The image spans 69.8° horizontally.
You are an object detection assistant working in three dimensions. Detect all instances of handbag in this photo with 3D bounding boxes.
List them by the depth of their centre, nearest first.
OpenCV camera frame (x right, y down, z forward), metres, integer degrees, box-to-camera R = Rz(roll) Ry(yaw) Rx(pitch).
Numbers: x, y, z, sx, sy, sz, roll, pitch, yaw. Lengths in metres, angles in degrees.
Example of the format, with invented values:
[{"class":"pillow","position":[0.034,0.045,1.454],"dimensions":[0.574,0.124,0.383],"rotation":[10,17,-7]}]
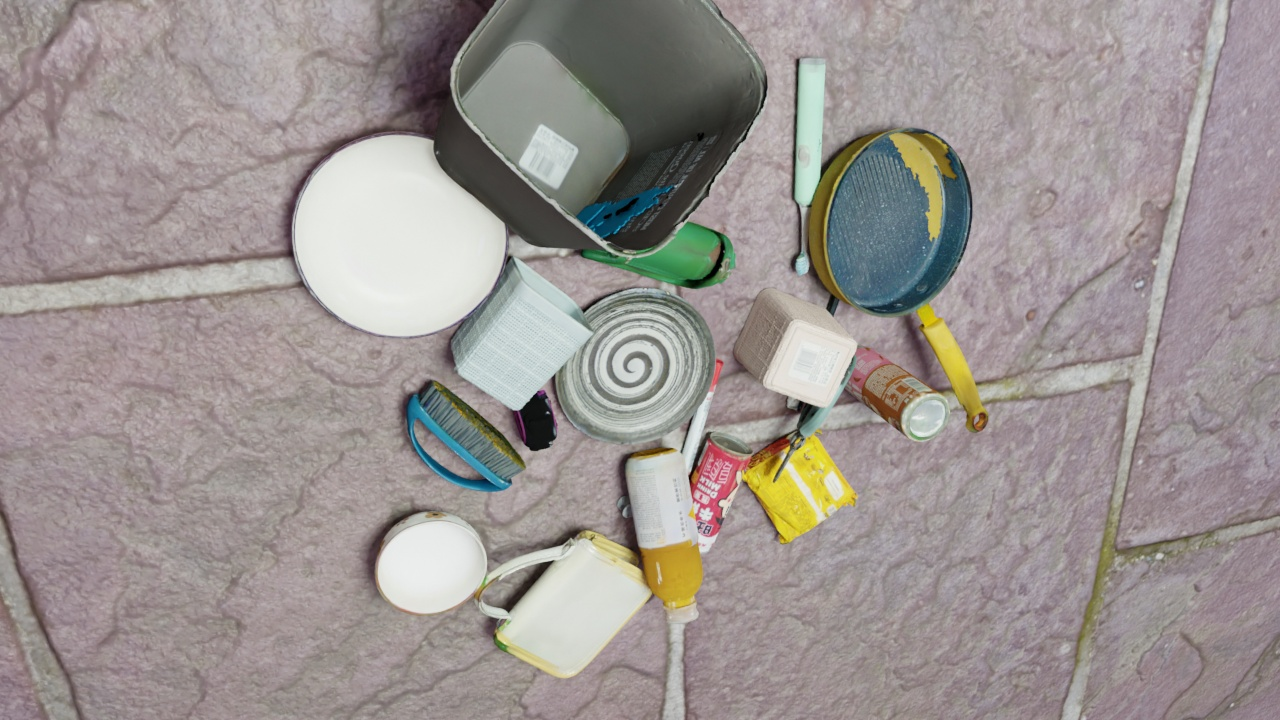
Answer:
[{"class":"handbag","position":[0.015,-0.108,0.882],"dimensions":[0.131,0.120,0.068],"rotation":[15,100,-21]},{"class":"handbag","position":[-0.096,0.258,1.025],"dimensions":[0.163,0.063,0.178],"rotation":[-49,125,6]}]

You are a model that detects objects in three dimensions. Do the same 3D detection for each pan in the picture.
[{"class":"pan","position":[0.304,-0.075,0.992],"dimensions":[0.197,0.078,0.357],"rotation":[-32,116,-15]}]

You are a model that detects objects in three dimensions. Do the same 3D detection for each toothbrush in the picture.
[{"class":"toothbrush","position":[0.173,-0.197,0.949],"dimensions":[0.027,0.026,0.225],"rotation":[-30,126,-47]},{"class":"toothbrush","position":[0.202,-0.025,1.038],"dimensions":[0.018,0.015,0.181],"rotation":[13,108,-14]}]

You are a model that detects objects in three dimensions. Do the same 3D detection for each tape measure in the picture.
[{"class":"tape measure","position":[-0.107,0.060,0.946],"dimensions":[0.039,0.058,0.057],"rotation":[-16,134,-14]}]

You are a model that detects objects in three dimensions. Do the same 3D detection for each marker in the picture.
[{"class":"marker","position":[0.066,0.066,1.029],"dimensions":[0.017,0.017,0.145],"rotation":[8,110,-21]}]

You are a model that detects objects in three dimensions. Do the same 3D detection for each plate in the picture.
[{"class":"plate","position":[-0.219,-0.116,0.845],"dimensions":[0.192,0.039,0.193],"rotation":[-7,114,-16]},{"class":"plate","position":[-0.006,0.006,0.977],"dimensions":[0.179,0.024,0.180],"rotation":[-7,115,-15]}]

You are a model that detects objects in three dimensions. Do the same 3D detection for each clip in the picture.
[{"class":"clip","position":[0.002,0.168,1.052],"dimensions":[0.057,0.032,0.025],"rotation":[1,114,-27]}]

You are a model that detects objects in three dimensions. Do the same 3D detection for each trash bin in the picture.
[{"class":"trash bin","position":[-0.053,-0.193,0.739],"dimensions":[0.198,0.220,0.198],"rotation":[41,76,-18]}]

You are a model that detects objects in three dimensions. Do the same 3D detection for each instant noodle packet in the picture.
[{"class":"instant noodle packet","position":[0.187,0.149,1.090],"dimensions":[0.111,0.044,0.128],"rotation":[-32,115,4]}]

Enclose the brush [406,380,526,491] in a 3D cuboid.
[{"class":"brush","position":[-0.184,0.086,0.933],"dimensions":[0.073,0.055,0.144],"rotation":[-42,119,0]}]

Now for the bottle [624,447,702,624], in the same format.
[{"class":"bottle","position":[0.030,0.193,1.009],"dimensions":[0.068,0.068,0.189],"rotation":[-10,92,-14]}]

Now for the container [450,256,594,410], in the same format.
[{"class":"container","position":[-0.119,-0.023,0.892],"dimensions":[0.090,0.090,0.111],"rotation":[36,100,-27]}]

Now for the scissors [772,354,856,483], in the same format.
[{"class":"scissors","position":[0.187,0.064,1.001],"dimensions":[0.019,0.143,0.180],"rotation":[30,84,1]}]

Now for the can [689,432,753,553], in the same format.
[{"class":"can","position":[0.080,0.152,1.049],"dimensions":[0.053,0.053,0.133],"rotation":[14,107,-23]}]

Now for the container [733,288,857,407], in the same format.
[{"class":"container","position":[0.164,-0.011,0.968],"dimensions":[0.090,0.111,0.090],"rotation":[19,105,-14]}]

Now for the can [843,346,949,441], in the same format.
[{"class":"can","position":[0.275,0.034,1.012],"dimensions":[0.058,0.147,0.058],"rotation":[-7,113,-16]}]

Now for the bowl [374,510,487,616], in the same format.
[{"class":"bowl","position":[-0.223,0.204,0.966],"dimensions":[0.113,0.062,0.113],"rotation":[-7,114,-17]}]
